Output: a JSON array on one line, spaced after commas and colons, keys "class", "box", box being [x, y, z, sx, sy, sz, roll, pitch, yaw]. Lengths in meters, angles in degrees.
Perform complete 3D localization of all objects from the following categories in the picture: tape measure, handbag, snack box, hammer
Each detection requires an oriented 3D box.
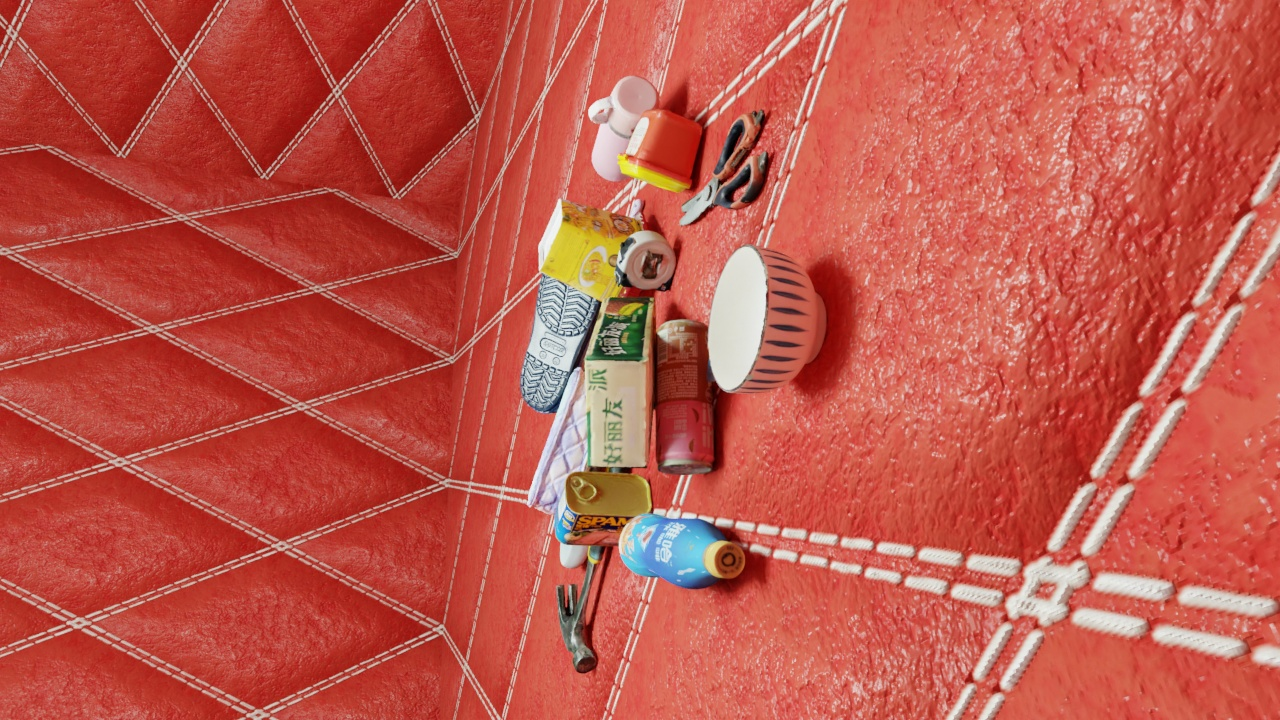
[{"class": "tape measure", "box": [0.007, -0.115, 1.063, 0.033, 0.065, 0.066, -121, 38, -56]}, {"class": "handbag", "box": [-0.084, 0.111, 1.195, 0.134, 0.075, 0.193, 135, 155, -81]}, {"class": "snack box", "box": [0.023, -0.239, 1.038, 0.091, 0.082, 0.080, -135, 63, -69]}, {"class": "hammer", "box": [-0.058, 0.240, 1.199, 0.126, 0.031, 0.324, -129, 48, -58]}, {"class": "snack box", "box": [-0.016, 0.014, 0.963, 0.239, 0.063, 0.114, -83, -7, -71]}]

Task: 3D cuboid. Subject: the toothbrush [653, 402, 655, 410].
[{"class": "toothbrush", "box": [-0.007, 0.007, 1.148, 0.012, 0.017, 0.185, -37, 32, 11]}]

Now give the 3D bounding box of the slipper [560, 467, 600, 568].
[{"class": "slipper", "box": [-0.103, 0.172, 1.308, 0.104, 0.074, 0.245, 173, 101, -73]}]

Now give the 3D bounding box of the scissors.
[{"class": "scissors", "box": [0.080, -0.189, 0.941, 0.205, 0.015, 0.198, -111, 31, -56]}]

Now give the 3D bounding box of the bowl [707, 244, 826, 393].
[{"class": "bowl", "box": [0.104, -0.029, 0.722, 0.116, 0.066, 0.116, -174, 91, -74]}]

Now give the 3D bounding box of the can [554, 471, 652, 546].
[{"class": "can", "box": [-0.046, 0.177, 1.078, 0.083, 0.102, 0.057, 112, 157, -49]}]

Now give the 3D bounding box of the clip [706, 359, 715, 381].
[{"class": "clip", "box": [0.082, 0.008, 0.860, 0.058, 0.041, 0.026, 178, 101, -68]}]

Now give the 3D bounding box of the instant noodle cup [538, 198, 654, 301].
[{"class": "instant noodle cup", "box": [-0.056, -0.136, 1.142, 0.116, 0.123, 0.116, -61, 20, 27]}]

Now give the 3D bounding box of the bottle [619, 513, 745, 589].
[{"class": "bottle", "box": [0.040, 0.180, 0.859, 0.219, 0.065, 0.065, 160, 115, -70]}]

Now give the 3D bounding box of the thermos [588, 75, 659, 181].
[{"class": "thermos", "box": [-0.029, -0.288, 1.159, 0.199, 0.087, 0.067, 136, 119, -79]}]

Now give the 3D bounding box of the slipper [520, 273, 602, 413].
[{"class": "slipper", "box": [-0.094, -0.045, 1.295, 0.095, 0.105, 0.253, 7, -80, -64]}]

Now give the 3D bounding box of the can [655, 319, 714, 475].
[{"class": "can", "box": [0.043, 0.036, 0.907, 0.058, 0.058, 0.147, 137, 136, -65]}]

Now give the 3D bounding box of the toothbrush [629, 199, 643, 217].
[{"class": "toothbrush", "box": [-0.028, -0.145, 1.269, 0.029, 0.021, 0.190, 43, 135, 20]}]
